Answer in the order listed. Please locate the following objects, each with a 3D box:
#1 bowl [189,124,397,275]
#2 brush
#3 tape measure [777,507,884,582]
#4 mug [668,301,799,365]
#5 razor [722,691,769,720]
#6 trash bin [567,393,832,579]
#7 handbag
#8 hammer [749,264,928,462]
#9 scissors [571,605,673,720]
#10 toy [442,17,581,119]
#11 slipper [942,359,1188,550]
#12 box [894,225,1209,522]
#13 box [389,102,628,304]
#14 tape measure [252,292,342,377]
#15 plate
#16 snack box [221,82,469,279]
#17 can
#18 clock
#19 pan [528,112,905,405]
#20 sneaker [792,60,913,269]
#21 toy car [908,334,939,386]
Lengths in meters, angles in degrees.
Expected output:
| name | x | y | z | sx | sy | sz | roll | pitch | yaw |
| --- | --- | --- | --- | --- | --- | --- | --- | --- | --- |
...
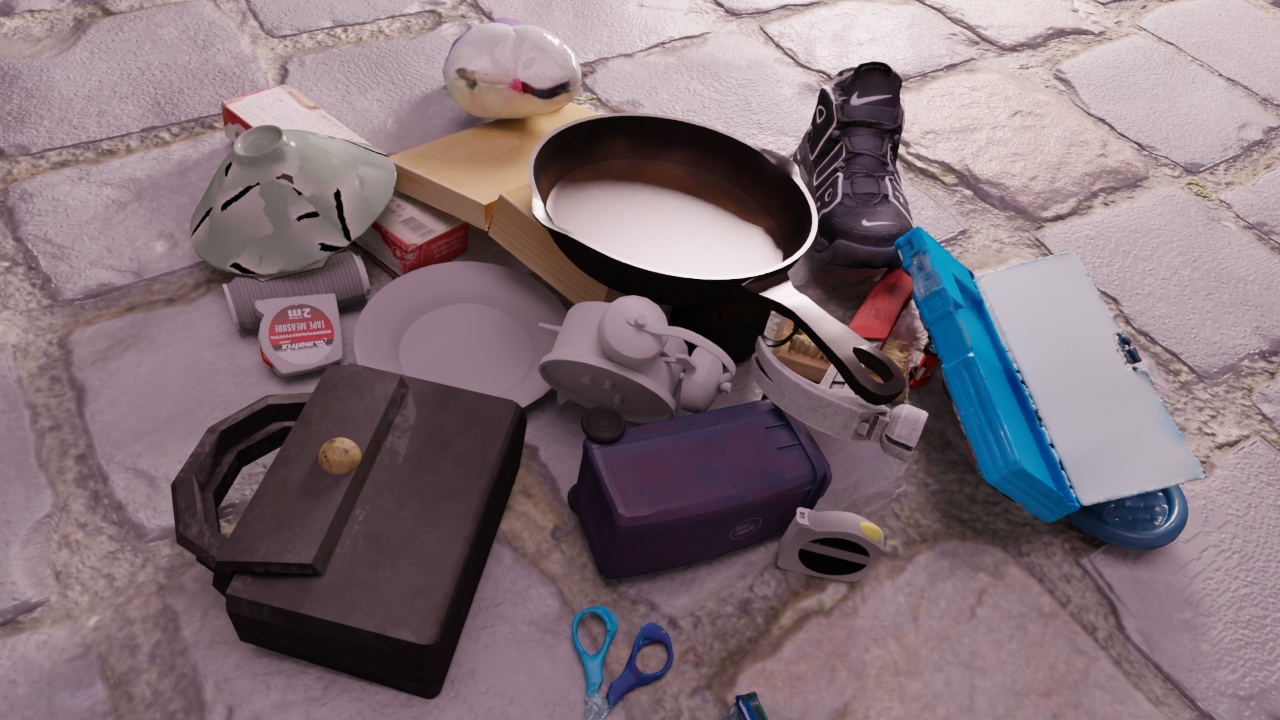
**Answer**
| name | x | y | z | sx | sy | sz | roll | pitch | yaw |
| --- | --- | --- | --- | --- | --- | --- | --- | --- | --- |
| bowl | -0.294 | -0.153 | 0.744 | 0.174 | 0.068 | 0.173 | -5 | 50 | 6 |
| brush | 0.171 | -0.006 | 0.770 | 0.117 | 0.039 | 0.049 | 18 | 47 | 1 |
| tape measure | 0.130 | 0.127 | 0.631 | 0.065 | 0.064 | 0.016 | 14 | 48 | -3 |
| mug | 0.079 | -0.043 | 0.760 | 0.111 | 0.081 | 0.084 | 31 | 51 | 19 |
| razor | 0.016 | 0.240 | 0.542 | 0.140 | 0.018 | 0.044 | -15 | 56 | -19 |
| trash bin | 0.040 | 0.082 | 0.638 | 0.160 | 0.094 | 0.092 | -10 | 51 | -21 |
| handbag | -0.194 | 0.083 | 0.592 | 0.199 | 0.102 | 0.196 | 12 | 48 | 2 |
| hammer | 0.183 | -0.026 | 0.735 | 0.126 | 0.036 | 0.314 | 23 | 31 | 15 |
| scissors | -0.022 | 0.215 | 0.562 | 0.073 | 0.016 | 0.133 | 17 | 50 | 4 |
| toy | -0.129 | -0.296 | 0.917 | 0.137 | 0.086 | 0.209 | -5 | 26 | -14 |
| slipper | 0.338 | 0.058 | 0.729 | 0.103 | 0.059 | 0.213 | -25 | 55 | -30 |
| box | 0.292 | 0.007 | 0.707 | 0.166 | 0.075 | 0.243 | 5 | 47 | -11 |
| box | -0.055 | -0.160 | 0.838 | 0.257 | 0.076 | 0.246 | 28 | 39 | 23 |
| tape measure | -0.264 | -0.020 | 0.711 | 0.060 | 0.020 | 0.062 | -8 | 82 | -26 |
| plate | -0.141 | -0.014 | 0.743 | 0.173 | 0.019 | 0.172 | 4 | 48 | -5 |
| snack box | -0.276 | -0.169 | 0.845 | 0.273 | 0.044 | 0.076 | 37 | 48 | 21 |
| can | -0.277 | -0.057 | 0.743 | 0.106 | 0.044 | 0.044 | -18 | 54 | -23 |
| clock | -0.004 | 0.004 | 0.666 | 0.159 | 0.120 | 0.061 | -2 | 60 | 46 |
| pan | 0.060 | -0.079 | 0.692 | 0.248 | 0.043 | 0.356 | -19 | 52 | -32 |
| sneaker | 0.209 | -0.195 | 0.852 | 0.097 | 0.151 | 0.252 | 3 | 38 | -2 |
| toy car | 0.259 | -0.013 | 0.791 | 0.025 | 0.038 | 0.089 | 29 | 50 | 13 |
